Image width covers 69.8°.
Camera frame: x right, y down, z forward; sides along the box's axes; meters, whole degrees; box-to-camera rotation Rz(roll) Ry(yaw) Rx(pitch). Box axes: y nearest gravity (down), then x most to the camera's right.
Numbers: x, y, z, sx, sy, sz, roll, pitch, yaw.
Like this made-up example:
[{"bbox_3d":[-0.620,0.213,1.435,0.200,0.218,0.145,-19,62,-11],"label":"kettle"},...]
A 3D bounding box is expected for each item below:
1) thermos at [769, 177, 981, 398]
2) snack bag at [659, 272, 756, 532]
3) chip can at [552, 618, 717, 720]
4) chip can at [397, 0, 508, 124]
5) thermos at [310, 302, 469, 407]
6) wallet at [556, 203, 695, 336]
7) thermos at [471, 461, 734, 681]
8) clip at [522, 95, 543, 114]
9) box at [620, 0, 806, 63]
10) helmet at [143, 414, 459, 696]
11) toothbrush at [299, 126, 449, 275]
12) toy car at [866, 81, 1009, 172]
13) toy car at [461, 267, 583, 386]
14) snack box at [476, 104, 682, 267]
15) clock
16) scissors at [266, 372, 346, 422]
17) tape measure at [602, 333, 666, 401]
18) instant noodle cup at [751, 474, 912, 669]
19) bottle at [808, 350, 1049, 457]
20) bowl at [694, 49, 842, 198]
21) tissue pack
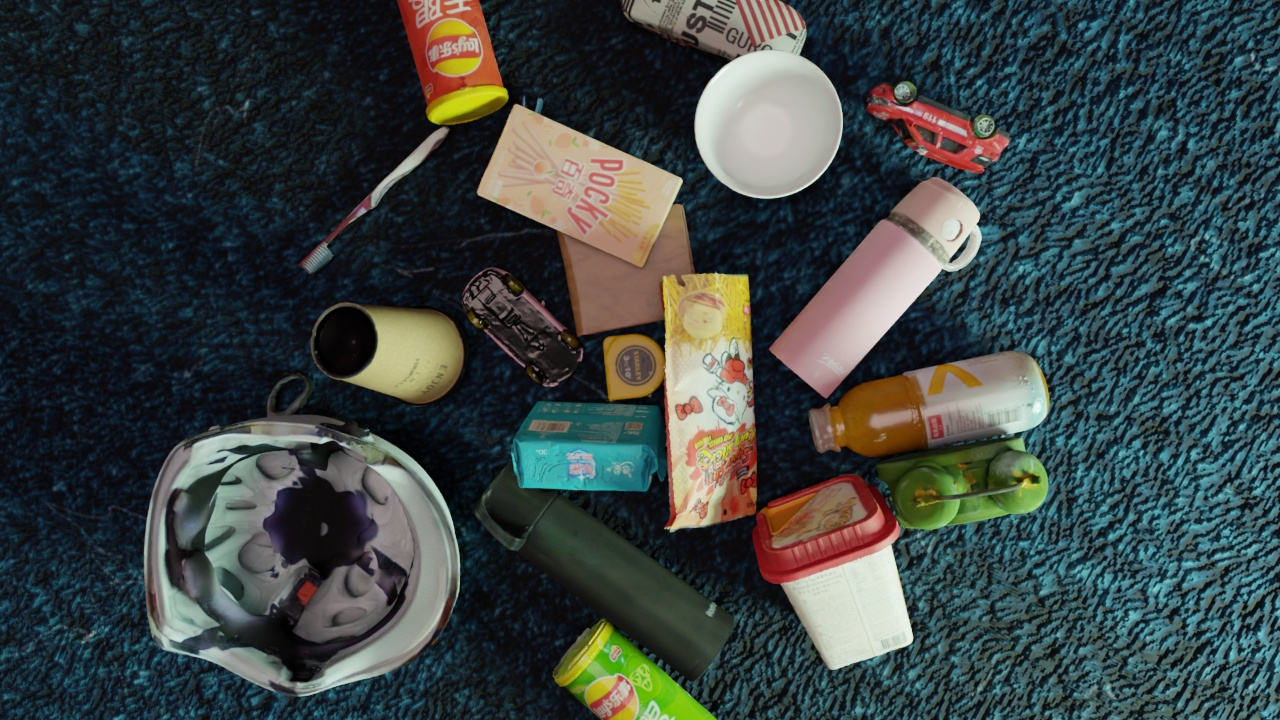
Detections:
[{"bbox_3d":[0.203,-0.057,0.775,0.087,0.067,0.199,38,96,-30],"label":"thermos"},{"bbox_3d":[0.057,0.033,0.769,0.073,0.128,0.208,-5,88,37],"label":"snack bag"},{"bbox_3d":[0.027,0.326,0.810,0.221,0.072,0.072,42,96,1],"label":"chip can"},{"bbox_3d":[-0.175,-0.318,0.785,0.073,0.073,0.216,-14,92,6],"label":"chip can"},{"bbox_3d":[-0.211,-0.008,0.781,0.093,0.143,0.093,-1,85,15],"label":"thermos"},{"bbox_3d":[-0.010,-0.081,0.813,0.115,0.020,0.101,-11,94,4],"label":"wallet"},{"bbox_3d":[-0.038,0.187,0.799,0.242,0.089,0.069,34,112,2],"label":"thermos"},{"bbox_3d":[-0.100,-0.204,0.811,0.038,0.026,0.058,8,98,-3],"label":"clip"},{"bbox_3d":[0.061,-0.293,0.776,0.164,0.052,0.068,21,76,4],"label":"box"},{"bbox_3d":[-0.276,0.153,0.791,0.258,0.146,0.229,7,96,-3],"label":"helmet"},{"bbox_3d":[-0.239,-0.144,0.832,0.188,0.016,0.017,-42,97,7],"label":"toothbrush"},{"bbox_3d":[0.243,-0.194,0.762,0.120,0.053,0.045,26,98,2],"label":"toy car"},{"bbox_3d":[-0.104,-0.030,0.817,0.056,0.037,0.122,-43,102,9],"label":"toy car"},{"bbox_3d":[-0.052,-0.149,0.786,0.157,0.026,0.084,24,94,0],"label":"snack box"},{"bbox_3d":[0.254,0.098,0.730,0.116,0.161,0.056,-13,83,6],"label":"clock"},{"bbox_3d":[-0.346,0.089,0.859,0.163,0.014,0.165,8,95,6],"label":"scissors"},{"bbox_3d":[-0.005,0.005,0.812,0.057,0.029,0.060,-6,92,7],"label":"tape measure"},{"bbox_3d":[0.166,0.179,0.772,0.117,0.116,0.124,-21,103,7],"label":"instant noodle cup"},{"bbox_3d":[0.238,0.041,0.772,0.189,0.068,0.068,-12,93,6],"label":"bottle"},{"bbox_3d":[0.106,-0.192,0.770,0.118,0.064,0.118,0,93,6],"label":"bowl"},{"bbox_3d":[-0.041,0.073,0.786,0.133,0.093,0.050,1,110,7],"label":"tissue pack"}]
